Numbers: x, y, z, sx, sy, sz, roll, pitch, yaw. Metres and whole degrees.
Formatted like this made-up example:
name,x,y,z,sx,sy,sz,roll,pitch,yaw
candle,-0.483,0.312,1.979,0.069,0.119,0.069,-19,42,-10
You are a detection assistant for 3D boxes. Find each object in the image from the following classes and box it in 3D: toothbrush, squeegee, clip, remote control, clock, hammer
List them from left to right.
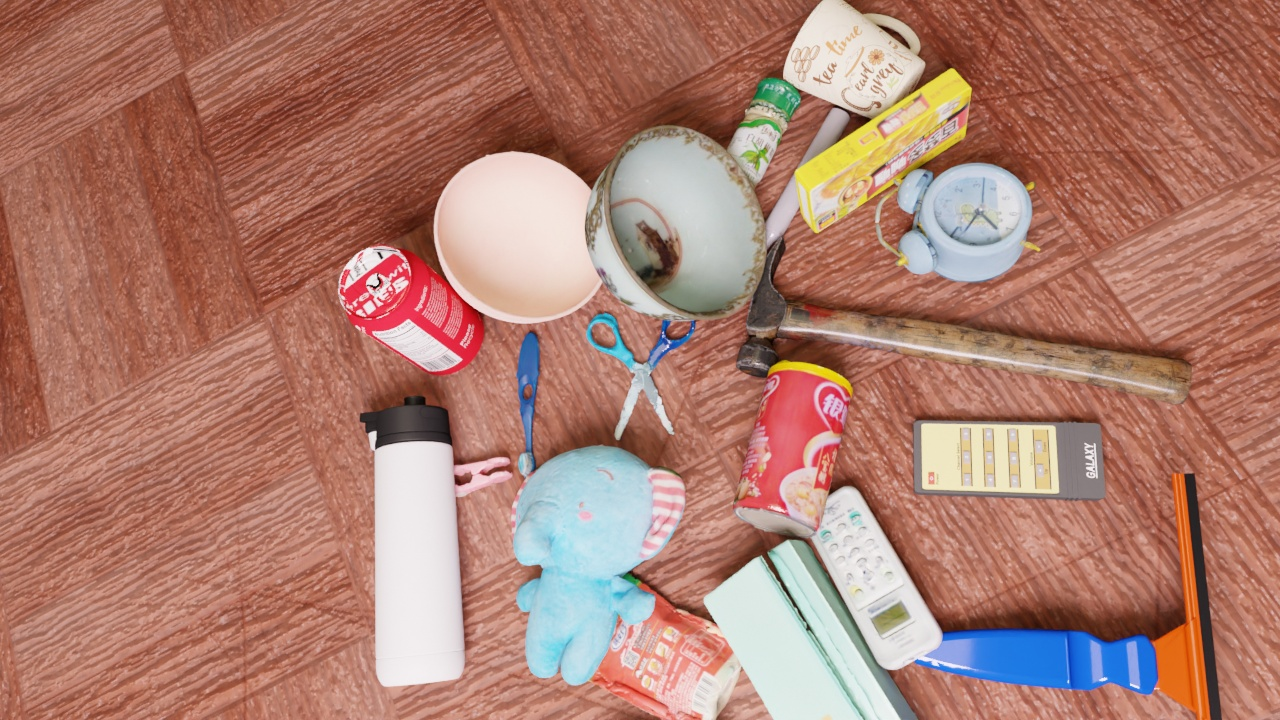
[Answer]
name,x,y,z,sx,sy,sz,roll,pitch,yaw
clip,-0.138,0.102,0.784,0.060,0.023,0.043,5,79,17
toothbrush,-0.098,0.037,0.797,0.021,0.016,0.132,-5,72,14
toothbrush,0.129,-0.137,0.793,0.019,0.018,0.187,27,81,22
remote control,0.169,0.158,0.675,0.050,0.022,0.133,-35,55,13
clock,0.252,-0.111,0.736,0.124,0.052,0.088,1,73,11
hammer,0.248,-0.021,0.722,0.331,0.033,0.119,10,75,16
remote control,0.275,0.075,0.693,0.133,0.013,0.058,-1,73,14
squeegee,0.283,0.204,0.626,0.185,0.055,0.249,-3,72,22

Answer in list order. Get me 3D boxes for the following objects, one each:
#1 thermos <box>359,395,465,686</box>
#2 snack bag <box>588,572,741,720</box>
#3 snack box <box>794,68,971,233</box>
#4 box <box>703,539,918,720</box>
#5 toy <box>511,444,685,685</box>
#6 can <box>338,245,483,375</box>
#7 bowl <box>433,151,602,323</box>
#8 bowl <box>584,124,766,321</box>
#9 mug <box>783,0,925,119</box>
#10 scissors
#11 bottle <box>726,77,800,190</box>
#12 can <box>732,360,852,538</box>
name,x,y,z,sx,sy,sz,roll,pitch,yaw
thermos,-0.195,0.147,0.761,0.101,0.068,0.229,-20,69,41
snack bag,-0.001,0.218,0.707,0.155,0.044,0.087,23,74,24
snack box,0.199,-0.170,0.756,0.152,0.075,0.025,-33,66,2
box,0.123,0.230,0.653,0.091,0.077,0.188,-35,70,10
toy,-0.053,0.146,0.694,0.184,0.115,0.180,-5,59,39
can,-0.190,-0.040,0.775,0.074,0.142,0.074,-4,72,13
bowl,-0.108,-0.097,0.797,0.153,0.076,0.153,5,77,-22
bowl,0.015,-0.102,0.759,0.094,0.159,0.159,-17,62,54
mug,0.198,-0.265,0.798,0.097,0.081,0.121,35,57,14
scissors,0.010,0.004,0.782,0.117,0.014,0.130,-26,69,4
bottle,0.101,-0.193,0.807,0.043,0.042,0.110,24,81,20
can,0.116,0.068,0.698,0.067,0.067,0.124,12,68,17
